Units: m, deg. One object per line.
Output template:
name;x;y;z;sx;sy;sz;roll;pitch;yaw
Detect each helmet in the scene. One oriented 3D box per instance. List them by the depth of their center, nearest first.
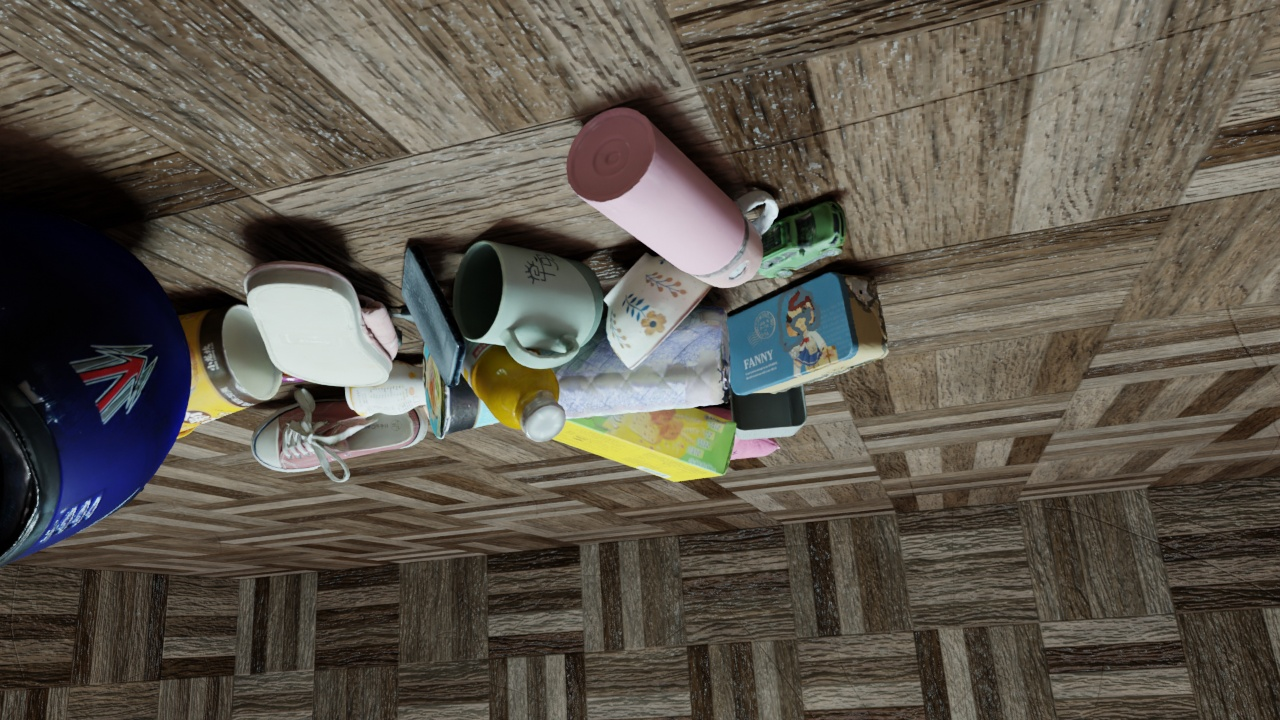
helmet;-0.480;0.016;0.640;0.315;0.247;0.240;-11;-154;4

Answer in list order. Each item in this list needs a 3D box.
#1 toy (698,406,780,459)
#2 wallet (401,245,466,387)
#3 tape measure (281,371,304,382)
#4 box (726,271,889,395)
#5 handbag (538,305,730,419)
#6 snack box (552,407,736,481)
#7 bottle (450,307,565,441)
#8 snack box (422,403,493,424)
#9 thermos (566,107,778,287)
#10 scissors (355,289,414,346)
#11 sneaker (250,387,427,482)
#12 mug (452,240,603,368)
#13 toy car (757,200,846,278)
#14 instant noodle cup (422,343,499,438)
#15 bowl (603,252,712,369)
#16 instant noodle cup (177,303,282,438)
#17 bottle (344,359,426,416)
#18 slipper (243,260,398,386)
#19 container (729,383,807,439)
toy;0.123;0.111;1.350;0.178;0.074;0.195;7;162;-6
wallet;-0.177;-0.035;0.791;0.019;0.097;0.121;-25;170;-21
tape measure;-0.360;-0.003;0.949;0.058;0.039;0.057;-18;158;25
box;0.156;-0.022;0.916;0.060;0.089;0.185;2;162;-39
handbag;-0.005;0.005;0.899;0.194;0.076;0.134;-6;-159;12
snack box;-0.010;0.082;1.118;0.210;0.070;0.158;21;164;-15
bottle;-0.121;0.008;0.818;0.068;0.068;0.189;9;-157;-36
snack box;-0.234;0.054;1.179;0.084;0.026;0.157;-2;162;-7
thermos;0.035;-0.112;0.653;0.087;0.067;0.198;-42;149;15
scissors;-0.257;-0.047;0.883;0.181;0.014;0.160;6;158;-22
sneaker;-0.384;0.089;1.122;0.241;0.118;0.087;-8;178;15
mug;-0.087;-0.040;0.767;0.106;0.111;0.082;8;138;-40
toy car;0.126;-0.097;0.741;0.036;0.043;0.091;12;157;-40
instant noodle cup;-0.162;0.021;0.981;0.120;0.111;0.111;-6;165;-24
bowl;0.008;-0.053;0.796;0.062;0.113;0.114;43;154;-2
instant noodle cup;-0.410;0.006;0.854;0.114;0.118;0.118;-15;161;8
bottle;-0.272;0.030;1.032;0.108;0.063;0.063;-3;163;-1
slipper;-0.282;-0.034;0.819;0.114;0.054;0.275;1;161;-6
container;0.157;0.051;1.156;0.090;0.090;0.114;-4;166;4
